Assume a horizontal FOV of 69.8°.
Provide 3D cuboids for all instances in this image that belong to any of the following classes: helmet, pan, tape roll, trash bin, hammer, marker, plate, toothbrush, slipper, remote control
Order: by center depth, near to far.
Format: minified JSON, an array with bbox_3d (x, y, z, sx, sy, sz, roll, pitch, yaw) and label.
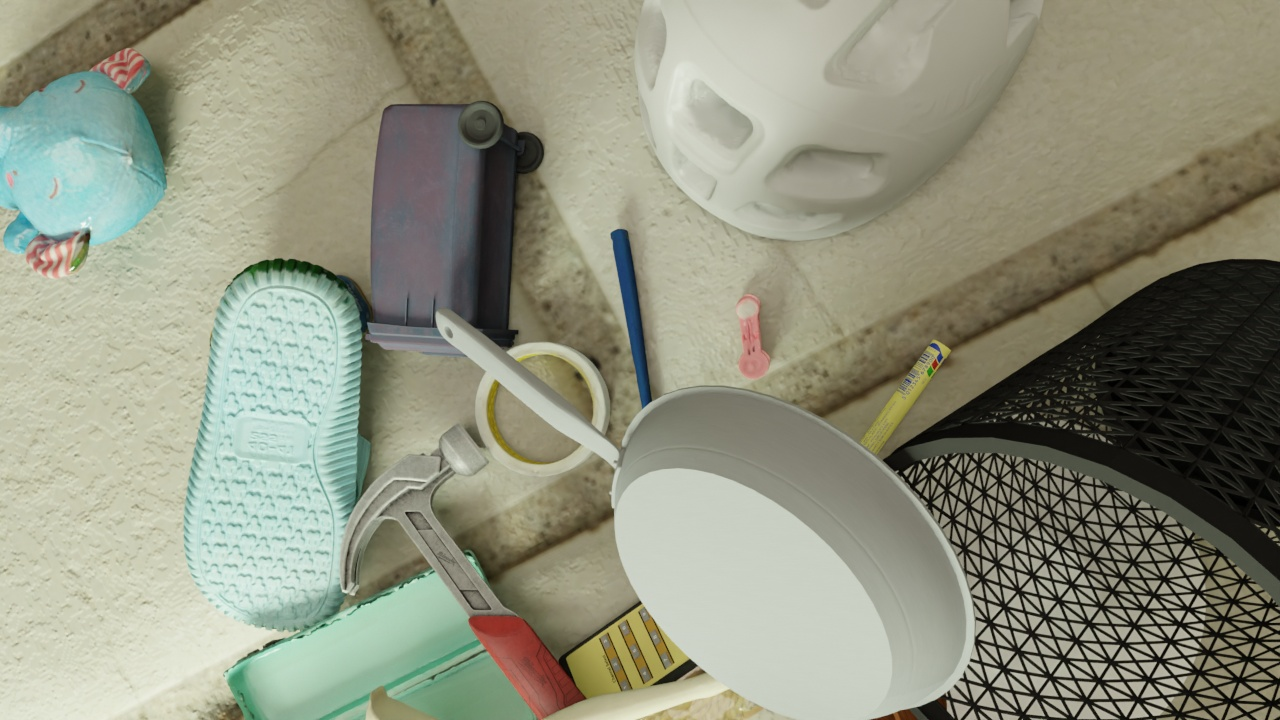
[{"bbox_3d":[0.259,0.072,0.449,0.242,0.218,0.217,-33,81,-33],"label":"trash bin"},{"bbox_3d":[0.001,0.067,0.489,0.357,0.050,0.201,31,137,23],"label":"pan"},{"bbox_3d":[0.128,-0.218,0.573,0.282,0.184,0.224,-41,86,-13],"label":"helmet"},{"bbox_3d":[0.237,0.148,0.579,0.229,0.030,0.229,0,89,11],"label":"plate"},{"bbox_3d":[-0.076,0.195,0.594,0.126,0.036,0.315,-38,74,-12],"label":"hammer"},{"bbox_3d":[0.159,0.044,0.603,0.014,0.014,0.132,35,95,9],"label":"marker"},{"bbox_3d":[0.008,0.190,0.615,0.133,0.013,0.058,-37,51,8],"label":"remote control"},{"bbox_3d":[-0.126,-0.084,0.620,0.092,0.093,0.161,4,92,10],"label":"trash bin"},{"bbox_3d":[-0.245,0.061,0.630,0.116,0.069,0.276,6,109,-17],"label":"slipper"},{"bbox_3d":[-0.004,0.004,0.634,0.017,0.016,0.190,-9,88,17],"label":"toothbrush"},{"bbox_3d":[-0.069,0.034,0.643,0.094,0.019,0.094,0,89,10],"label":"tape roll"}]

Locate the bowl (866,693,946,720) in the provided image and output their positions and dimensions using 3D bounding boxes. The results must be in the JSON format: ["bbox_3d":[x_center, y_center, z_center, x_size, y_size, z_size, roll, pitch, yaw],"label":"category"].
[{"bbox_3d":[0.137,0.179,0.554,0.068,0.147,0.147,-24,84,-20],"label":"bowl"}]

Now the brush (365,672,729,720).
[{"bbox_3d":[-0.037,0.209,0.544,0.272,0.062,0.077,-11,93,0],"label":"brush"}]

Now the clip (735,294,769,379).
[{"bbox_3d":[0.074,-0.017,0.610,0.023,0.044,0.060,-5,75,13],"label":"clip"}]

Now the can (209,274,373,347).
[{"bbox_3d":[-0.250,-0.022,0.658,0.100,0.059,0.054,-35,83,9],"label":"can"}]

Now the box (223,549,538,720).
[{"bbox_3d":[-0.174,0.227,0.624,0.187,0.057,0.138,-24,74,-4],"label":"box"}]

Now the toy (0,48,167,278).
[{"bbox_3d":[-0.440,-0.153,0.677,0.181,0.115,0.183,8,81,22],"label":"toy"}]

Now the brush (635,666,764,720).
[{"bbox_3d":[0.031,0.235,0.612,0.117,0.039,0.049,-35,84,10],"label":"brush"}]
